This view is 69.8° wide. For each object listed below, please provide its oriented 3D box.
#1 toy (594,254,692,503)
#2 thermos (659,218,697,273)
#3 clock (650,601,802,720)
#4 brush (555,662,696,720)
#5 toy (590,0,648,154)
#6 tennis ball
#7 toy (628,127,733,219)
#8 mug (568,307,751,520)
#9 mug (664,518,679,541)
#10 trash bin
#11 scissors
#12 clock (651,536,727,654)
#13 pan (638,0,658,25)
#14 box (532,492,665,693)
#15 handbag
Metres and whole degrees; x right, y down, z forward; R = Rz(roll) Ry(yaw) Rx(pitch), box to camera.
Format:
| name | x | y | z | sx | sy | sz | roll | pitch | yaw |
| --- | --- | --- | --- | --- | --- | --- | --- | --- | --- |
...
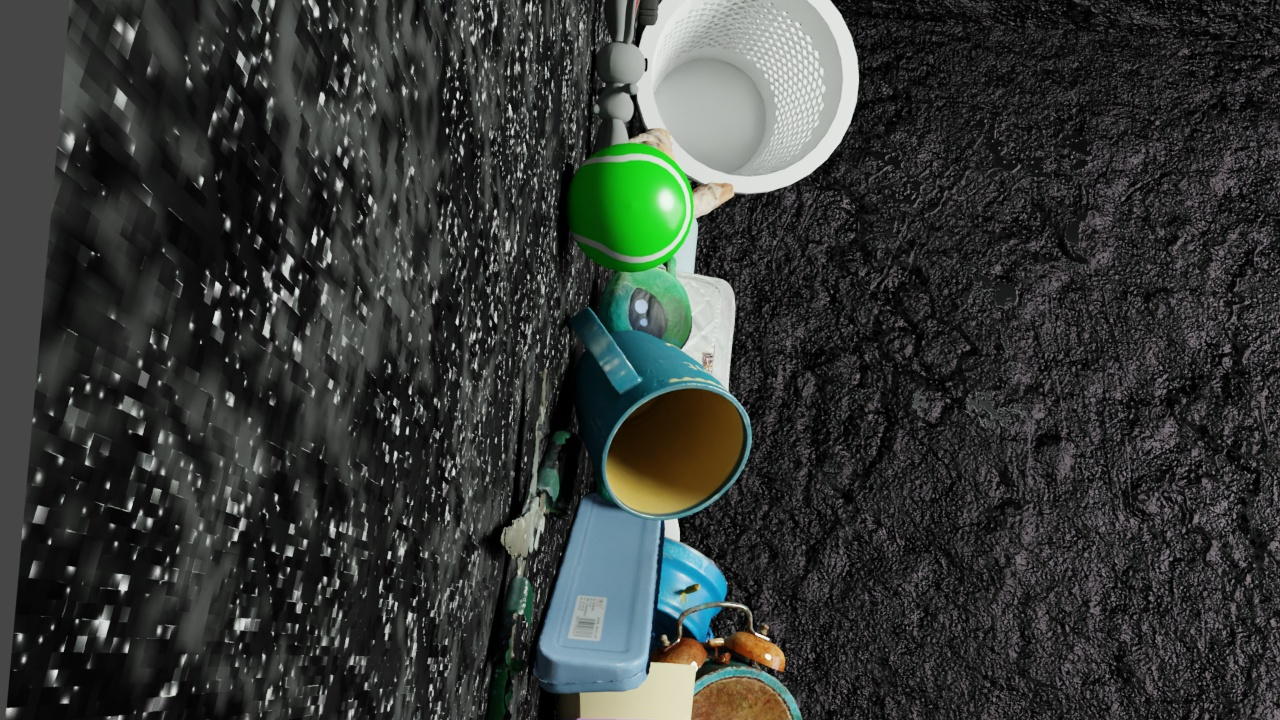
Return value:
| name | x | y | z | sx | sy | sz | roll | pitch | yaw |
| --- | --- | --- | --- | --- | --- | --- | --- | --- | --- |
| toy | -0.004 | 0.004 | 0.637 | 0.130 | 0.073 | 0.193 | 16 | 77 | -50 |
| thermos | 0.029 | -0.095 | 1.068 | 0.078 | 0.065 | 0.206 | 48 | 33 | -34 |
| clock | 0.054 | 0.257 | 0.681 | 0.073 | 0.121 | 0.157 | 173 | -84 | -71 |
| brush | -0.022 | 0.235 | 0.620 | 0.229 | 0.089 | 0.043 | 117 | -24 | -65 |
| toy | -0.012 | -0.169 | 0.527 | 0.049 | 0.030 | 0.112 | -153 | -113 | -62 |
| tennis ball | -0.005 | -0.077 | 0.467 | 0.065 | 0.065 | 0.065 | 8 | 87 | -87 |
| toy | 0.003 | -0.129 | 0.632 | 0.085 | 0.074 | 0.105 | 56 | 20 | 14 |
| mug | -0.003 | 0.018 | 0.518 | 0.112 | 0.084 | 0.104 | 55 | -1 | -29 |
| mug | 0.010 | 0.124 | 0.800 | 0.071 | 0.107 | 0.089 | 47 | -18 | 31 |
| trash bin | 0.082 | -0.251 | 0.887 | 0.199 | 0.195 | 0.195 | -140 | -125 | -82 |
| scissors | -0.050 | 0.101 | 0.430 | 0.202 | 0.015 | 0.201 | -4 | 101 | -87 |
| clock | 0.009 | 0.204 | 0.754 | 0.162 | 0.117 | 0.060 | 85 | 20 | -47 |
| pan | 0.009 | -0.363 | 0.477 | 0.178 | 0.041 | 0.358 | -80 | 174 | -60 |
| box | -0.020 | 0.142 | 0.577 | 0.209 | 0.066 | 0.037 | -77 | 168 | -72 |
| handbag | 0.037 | 0.003 | 0.934 | 0.138 | 0.073 | 0.195 | 3 | 92 | -45 |
